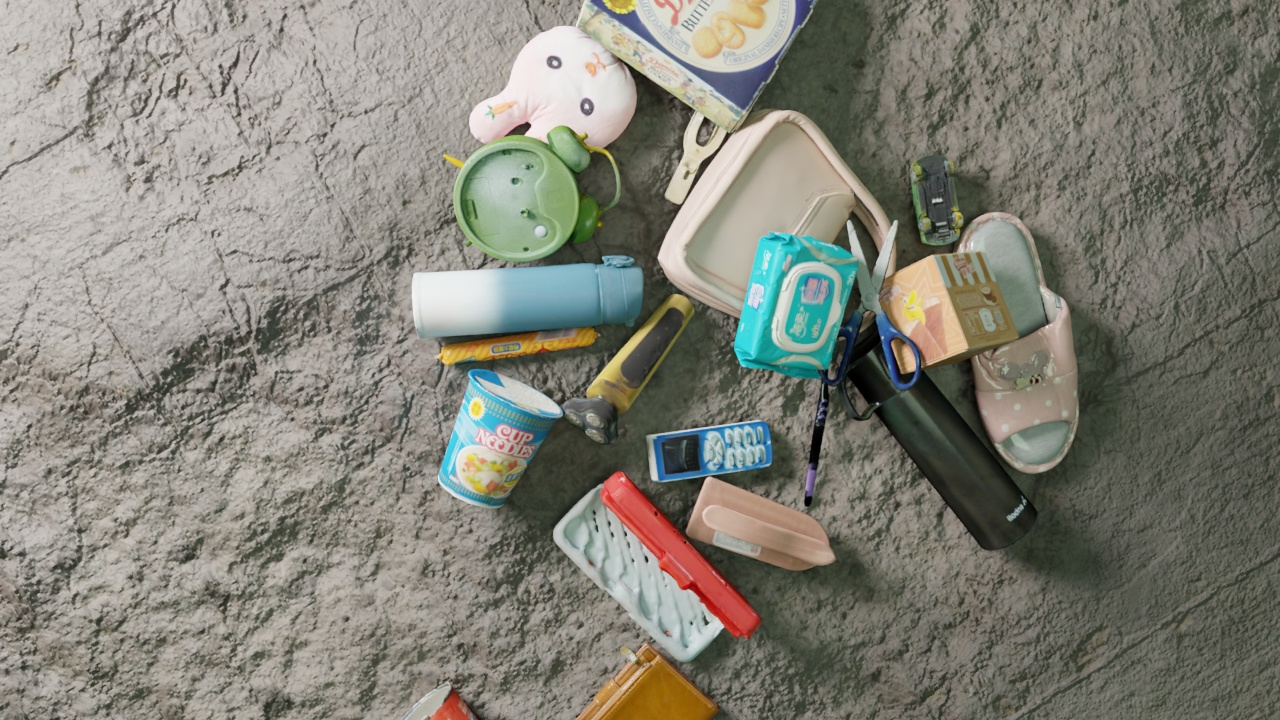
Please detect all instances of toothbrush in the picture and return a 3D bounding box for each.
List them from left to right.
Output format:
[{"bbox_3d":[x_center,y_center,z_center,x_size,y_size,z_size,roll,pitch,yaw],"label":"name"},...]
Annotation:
[{"bbox_3d":[0.183,0.061,0.928,0.014,0.017,0.189,1,104,-21],"label":"toothbrush"}]

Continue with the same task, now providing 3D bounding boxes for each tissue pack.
[{"bbox_3d":[0.144,-0.050,0.857,0.093,0.050,0.133,6,105,-25],"label":"tissue pack"}]

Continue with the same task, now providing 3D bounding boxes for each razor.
[{"bbox_3d":[-0.005,0.005,0.903,0.062,0.068,0.167,39,83,-8],"label":"razor"}]

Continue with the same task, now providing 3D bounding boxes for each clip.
[{"bbox_3d":[0.055,-0.209,0.918,0.035,0.086,0.104,23,118,-7],"label":"clip"}]

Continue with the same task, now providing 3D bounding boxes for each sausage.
[{"bbox_3d":[-0.121,-0.015,0.909,0.165,0.021,0.021,-8,93,-4],"label":"sausage"}]

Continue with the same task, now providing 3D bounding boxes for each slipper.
[{"bbox_3d":[0.388,-0.017,0.938,0.114,0.054,0.274,-13,93,-5],"label":"slipper"}]

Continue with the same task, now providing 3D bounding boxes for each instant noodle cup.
[{"bbox_3d":[-0.141,0.078,0.881,0.099,0.099,0.110,24,99,-6],"label":"instant noodle cup"}]

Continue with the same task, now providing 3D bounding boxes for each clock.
[{"bbox_3d":[-0.098,-0.159,0.866,0.161,0.056,0.116,-8,119,2],"label":"clock"}]

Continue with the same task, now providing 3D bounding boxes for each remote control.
[{"bbox_3d":[0.070,0.091,0.930,0.125,0.024,0.049,-7,93,-6],"label":"remote control"}]

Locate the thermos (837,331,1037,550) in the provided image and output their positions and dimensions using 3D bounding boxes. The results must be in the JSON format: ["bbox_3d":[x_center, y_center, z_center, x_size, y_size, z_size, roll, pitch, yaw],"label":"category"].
[{"bbox_3d":[0.291,0.087,0.927,0.089,0.068,0.242,-42,94,-16],"label":"thermos"}]

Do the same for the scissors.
[{"bbox_3d":[0.223,-0.044,0.874,0.162,0.012,0.163,44,111,18],"label":"scissors"}]

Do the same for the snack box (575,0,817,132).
[{"bbox_3d":[0.061,-0.340,0.873,0.182,0.046,0.177,33,72,-6],"label":"snack box"}]

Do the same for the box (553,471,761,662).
[{"bbox_3d":[0.015,0.210,0.895,0.100,0.095,0.201,-45,97,-4],"label":"box"}]

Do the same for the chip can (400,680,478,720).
[{"bbox_3d":[-0.150,0.424,0.904,0.073,0.073,0.216,-38,94,-3],"label":"chip can"}]

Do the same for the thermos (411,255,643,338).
[{"bbox_3d":[-0.107,-0.061,0.887,0.220,0.070,0.070,-5,93,-5],"label":"thermos"}]

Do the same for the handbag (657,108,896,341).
[{"bbox_3d":[0.154,-0.111,0.906,0.234,0.093,0.193,33,91,-15],"label":"handbag"}]

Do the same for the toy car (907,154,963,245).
[{"bbox_3d":[0.297,-0.162,0.931,0.043,0.036,0.091,-9,95,-4],"label":"toy car"}]

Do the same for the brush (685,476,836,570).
[{"bbox_3d":[0.122,0.170,0.915,0.145,0.073,0.063,21,90,-8],"label":"brush"}]

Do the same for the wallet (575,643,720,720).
[{"bbox_3d":[-0.004,0.365,0.932,0.119,0.035,0.130,44,87,-6],"label":"wallet"}]

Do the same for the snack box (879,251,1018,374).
[{"bbox_3d":[0.294,-0.047,0.889,0.092,0.077,0.094,-9,77,-39],"label":"snack box"}]

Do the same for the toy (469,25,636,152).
[{"bbox_3d":[-0.084,-0.245,0.888,0.159,0.054,0.121,-39,98,5],"label":"toy"}]
